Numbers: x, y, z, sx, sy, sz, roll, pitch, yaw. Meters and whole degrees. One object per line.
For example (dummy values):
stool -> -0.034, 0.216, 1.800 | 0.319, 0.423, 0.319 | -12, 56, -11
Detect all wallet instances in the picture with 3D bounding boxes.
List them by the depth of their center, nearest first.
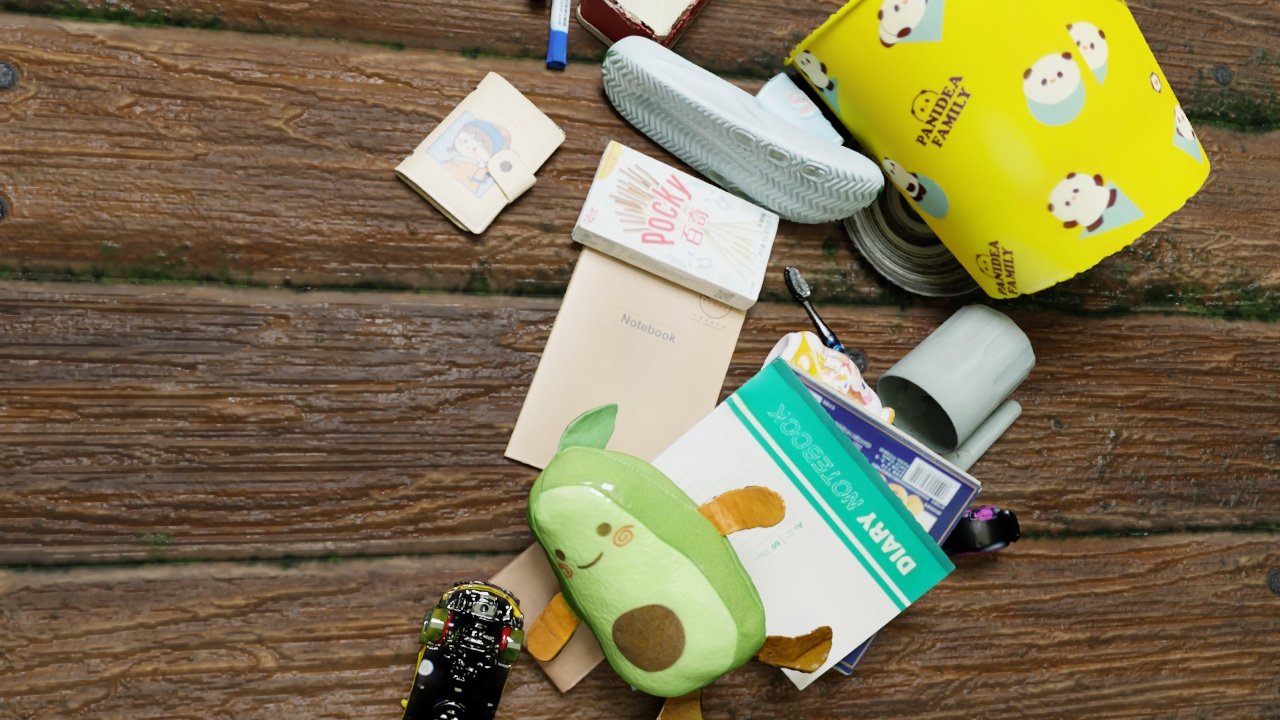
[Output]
wallet -> -0.047, 0.173, 0.683 | 0.115, 0.020, 0.101 | -39, 92, -2
wallet -> -0.123, -0.162, 0.727 | 0.087, 0.024, 0.115 | 40, 74, 0

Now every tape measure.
tape measure -> 0.274, 0.139, 0.758 | 0.057, 0.057, 0.039 | -2, 77, -29

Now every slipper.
slipper -> 0.083, -0.192, 0.742 | 0.245, 0.104, 0.074 | 30, 70, 0

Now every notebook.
notebook -> 0.110, 0.122, 0.674 | 0.150, 0.012, 0.209 | -40, 97, 4
notebook -> -0.004, 0.004, 0.737 | 0.148, 0.008, 0.207 | 22, 78, -10

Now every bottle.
bottle -> 0.152, 0.025, 0.743 | 0.108, 0.063, 0.063 | 34, 75, -7

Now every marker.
marker -> -0.065, -0.314, 0.766 | 0.017, 0.017, 0.145 | 6, 81, -13

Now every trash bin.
trash bin -> 0.277, -0.202, 0.708 | 0.229, 0.230, 0.255 | -39, 97, -16

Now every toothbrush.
toothbrush -> 0.173, 0.001, 0.776 | 0.014, 0.016, 0.189 | -31, 91, -11

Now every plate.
plate -> 0.256, -0.142, 0.814 | 0.179, 0.024, 0.179 | 2, 81, -11

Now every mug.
mug -> 0.270, 0.029, 0.770 | 0.103, 0.084, 0.124 | -39, 119, -17

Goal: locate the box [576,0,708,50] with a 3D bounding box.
box -> 0.030, -0.335, 0.760 | 0.091, 0.077, 0.168 | 37, 76, -5

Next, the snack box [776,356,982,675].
snack box -> 0.133, 0.120, 0.703 | 0.178, 0.045, 0.182 | 32, 97, -7

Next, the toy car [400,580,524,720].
toy car -> -0.132, 0.235, 0.653 | 0.071, 0.041, 0.156 | 16, 90, -8

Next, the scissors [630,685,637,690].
scissors -> -0.027, 0.190, 0.702 | 0.057, 0.017, 0.133 | -20, 91, -14

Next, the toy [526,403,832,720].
toy -> 0.010, 0.154, 0.629 | 0.227, 0.089, 0.247 | -36, 100, 17

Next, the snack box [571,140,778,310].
snack box -> 0.031, -0.108, 0.746 | 0.156, 0.027, 0.084 | 22, 68, -10
